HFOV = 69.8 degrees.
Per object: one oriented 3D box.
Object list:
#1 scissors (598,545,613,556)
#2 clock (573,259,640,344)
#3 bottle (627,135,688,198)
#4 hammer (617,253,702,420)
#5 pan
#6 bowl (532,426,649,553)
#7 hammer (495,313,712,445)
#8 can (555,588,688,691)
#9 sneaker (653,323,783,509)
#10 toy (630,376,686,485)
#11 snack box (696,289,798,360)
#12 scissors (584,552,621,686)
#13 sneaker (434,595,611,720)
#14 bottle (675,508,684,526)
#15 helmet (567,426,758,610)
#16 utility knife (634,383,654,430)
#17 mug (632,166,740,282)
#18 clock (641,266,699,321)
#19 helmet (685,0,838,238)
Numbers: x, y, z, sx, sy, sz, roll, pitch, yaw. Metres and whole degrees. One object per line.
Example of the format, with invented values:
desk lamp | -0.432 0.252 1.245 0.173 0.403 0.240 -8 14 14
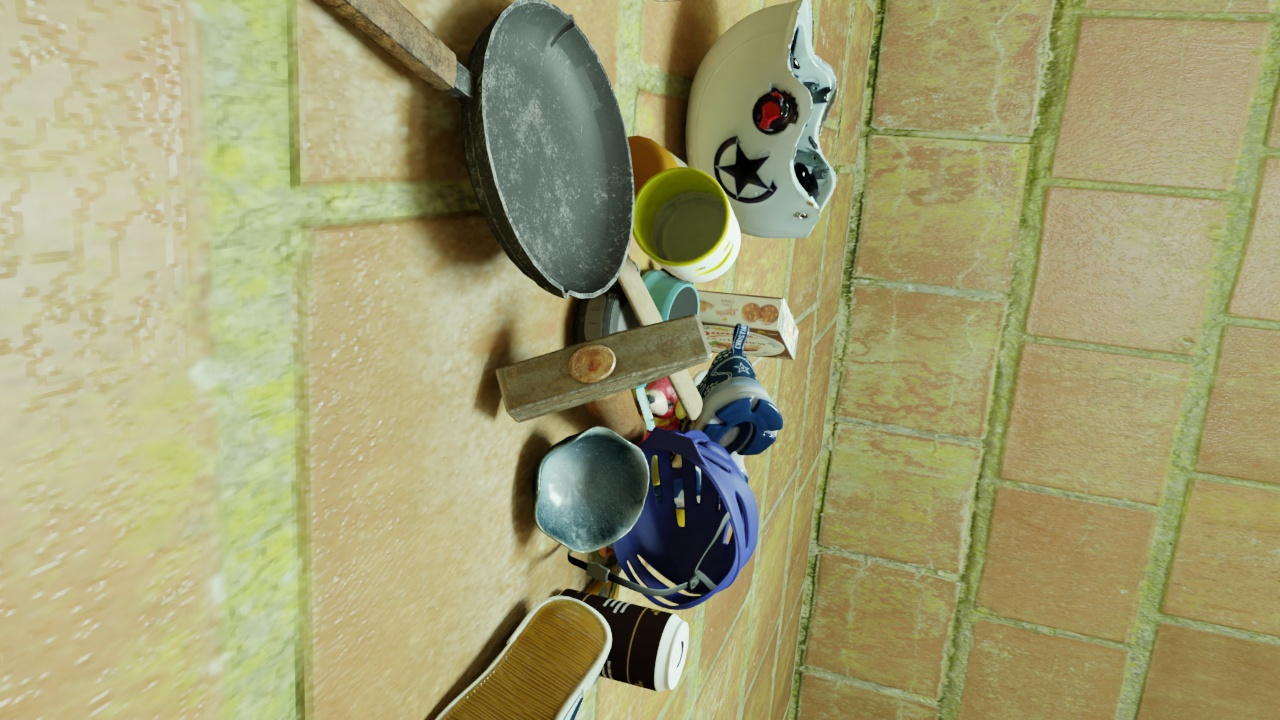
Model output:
scissors | -0.029 0.142 0.990 0.084 0.012 0.132 72 27 -49
clock | -0.030 -0.033 0.847 0.091 0.044 0.122 22 72 -67
bottle | 0.017 -0.169 0.891 0.156 0.068 0.068 -2 100 -72
hammer | -0.004 -0.064 0.810 0.331 0.031 0.119 60 35 -37
pan | -0.096 -0.158 0.568 0.356 0.040 0.207 25 63 -60
bowl | -0.052 0.108 0.800 0.110 0.055 0.110 -6 102 -29
hammer | -0.019 0.037 0.816 0.301 0.158 0.037 77 -4 -75
can | -0.025 0.262 0.863 0.072 0.129 0.072 9 89 -72
sneaker | 0.079 0.078 1.088 0.270 0.103 0.132 117 -24 -50
toy | 0.020 0.073 1.025 0.105 0.067 0.137 -81 175 -58
snack box | 0.111 -0.043 1.112 0.147 0.143 0.041 42 56 -69
scissors | -0.035 0.238 1.006 0.166 0.016 0.224 64 38 -61
sneaker | -0.109 0.321 0.715 0.127 0.121 0.293 -65 173 28
bottle | 0.064 0.201 1.205 0.071 0.071 0.163 78 27 -48
helmet | 0.021 0.182 0.907 0.227 0.148 0.242 -41 139 -46
utility knife | -0.006 0.005 0.933 0.022 0.015 0.158 -28 120 -18
mug | 0.042 -0.115 0.796 0.106 0.082 0.082 13 85 -77
clock | 0.032 -0.058 1.000 0.124 0.053 0.090 -43 138 -45
helmet | 0.133 -0.271 1.046 0.235 0.164 0.264 -58 145 -59
